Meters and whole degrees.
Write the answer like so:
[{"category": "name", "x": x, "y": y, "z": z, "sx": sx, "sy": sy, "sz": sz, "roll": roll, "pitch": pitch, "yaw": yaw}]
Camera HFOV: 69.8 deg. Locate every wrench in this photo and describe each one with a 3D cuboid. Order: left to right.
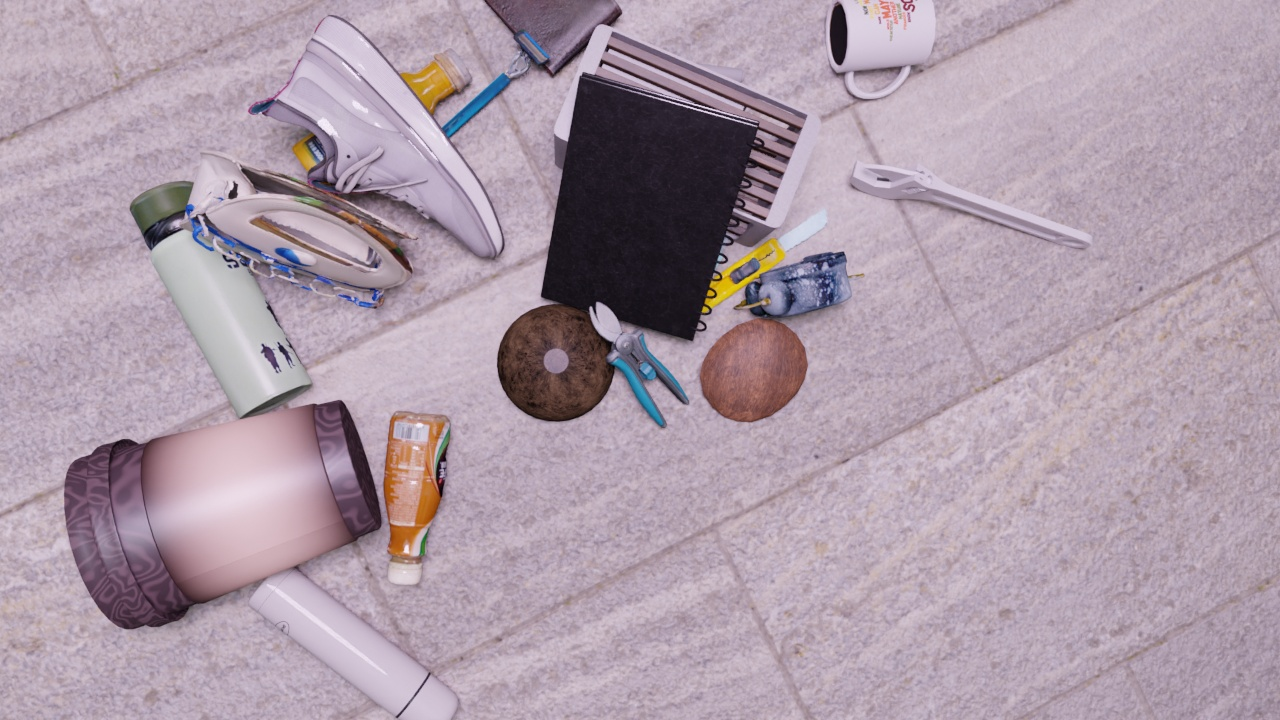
[{"category": "wrench", "x": 0.347, "y": -0.160, "z": 0.961, "sx": 0.273, "sy": 0.087, "sz": 0.018, "roll": 15, "pitch": 87, "yaw": -14}]

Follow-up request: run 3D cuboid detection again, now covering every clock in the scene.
[{"category": "clock", "x": 0.154, "y": -0.074, "z": 0.924, "sx": 0.129, "sy": 0.090, "sz": 0.052, "roll": -15, "pitch": 95, "yaw": -9}]

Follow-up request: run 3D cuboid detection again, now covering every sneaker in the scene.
[{"category": "sneaker", "x": -0.236, "y": -0.180, "z": 0.862, "sx": 0.128, "sy": 0.096, "sz": 0.263, "roll": -40, "pitch": 117, "yaw": 0}]

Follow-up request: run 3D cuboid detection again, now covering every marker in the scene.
[{"category": "marker", "x": 0.038, "y": -0.305, "z": 0.957, "sx": 0.140, "sy": 0.016, "sz": 0.016, "roll": 5, "pitch": 88, "yaw": -5}]

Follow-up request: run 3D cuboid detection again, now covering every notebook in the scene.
[{"category": "notebook", "x": 0.005, "y": -0.134, "z": 0.857, "sx": 0.169, "sy": 0.019, "sz": 0.232, "roll": 16, "pitch": 126, "yaw": 2}]

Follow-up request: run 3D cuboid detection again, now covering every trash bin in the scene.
[{"category": "trash bin", "x": 0.040, "y": -0.214, "z": 0.905, "sx": 0.229, "sy": 0.114, "sz": 0.114, "roll": 22, "pitch": 86, "yaw": -4}]

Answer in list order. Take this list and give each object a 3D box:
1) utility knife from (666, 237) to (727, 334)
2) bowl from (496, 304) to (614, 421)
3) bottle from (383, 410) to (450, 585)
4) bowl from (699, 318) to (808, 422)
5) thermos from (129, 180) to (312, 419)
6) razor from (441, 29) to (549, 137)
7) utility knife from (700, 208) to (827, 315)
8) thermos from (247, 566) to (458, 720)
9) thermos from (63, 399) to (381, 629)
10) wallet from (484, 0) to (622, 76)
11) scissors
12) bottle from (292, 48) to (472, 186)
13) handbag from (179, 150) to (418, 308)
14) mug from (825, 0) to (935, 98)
[{"category": "utility knife", "x": 0.057, "y": -0.077, "z": 0.940, "sx": 0.022, "sy": 0.015, "sz": 0.119, "roll": 31, "pitch": 86, "yaw": 3}, {"category": "bowl", "x": -0.084, "y": 0.001, "z": 0.918, "sx": 0.121, "sy": 0.056, "sz": 0.121, "roll": 0, "pitch": 88, "yaw": -5}, {"category": "bottle", "x": -0.224, "y": 0.134, "z": 0.901, "sx": 0.059, "sy": 0.059, "sz": 0.167, "roll": 6, "pitch": 88, "yaw": -5}, {"category": "bowl", "x": 0.118, "y": 0.014, "z": 0.935, "sx": 0.114, "sy": 0.026, "sz": 0.102, "roll": -42, "pitch": 103, "yaw": 6}, {"category": "thermos", "x": -0.408, "y": -0.059, "z": 0.885, "sx": 0.082, "sy": 0.082, "sz": 0.231, "roll": -29, "pitch": 91, "yaw": -5}, {"category": "razor", "x": -0.156, "y": -0.271, "z": 0.932, "sx": 0.144, "sy": 0.022, "sz": 0.042, "roll": -42, "pitch": 85, "yaw": 6}, {"category": "utility knife", "x": 0.112, "y": -0.098, "z": 0.960, "sx": 0.206, "sy": 0.018, "sz": 0.030, "roll": -35, "pitch": 100, "yaw": -8}, {"category": "thermos", "x": -0.276, "y": 0.285, "z": 0.895, "sx": 0.224, "sy": 0.052, "sz": 0.052, "roll": 39, "pitch": 85, "yaw": -3}, {"category": "thermos", "x": -0.369, "y": 0.130, "z": 0.842, "sx": 0.226, "sy": 0.173, "sz": 0.172, "roll": -17, "pitch": 90, "yaw": -11}, {"category": "wallet", "x": -0.093, "y": -0.367, "z": 0.943, "sx": 0.099, "sy": 0.031, "sz": 0.120, "roll": -42, "pitch": 86, "yaw": -4}, {"category": "scissors", "x": 0.002, "y": 0.003, "z": 0.922, "sx": 0.148, "sy": 0.019, "sz": 0.132, "roll": 2, "pitch": 93, "yaw": -28}, {"category": "bottle", "x": -0.253, "y": -0.242, "z": 0.912, "sx": 0.186, "sy": 0.053, "sz": 0.053, "roll": -36, "pitch": 91, "yaw": -5}, {"category": "handbag", "x": -0.296, "y": -0.113, "z": 0.820, "sx": 0.200, "sy": 0.200, "sz": 0.093, "roll": 21, "pitch": 82, "yaw": -39}, {"category": "mug", "x": 0.247, "y": -0.327, "z": 0.953, "sx": 0.089, "sy": 0.073, "sz": 0.105, "roll": -7, "pitch": 115, "yaw": -5}]
